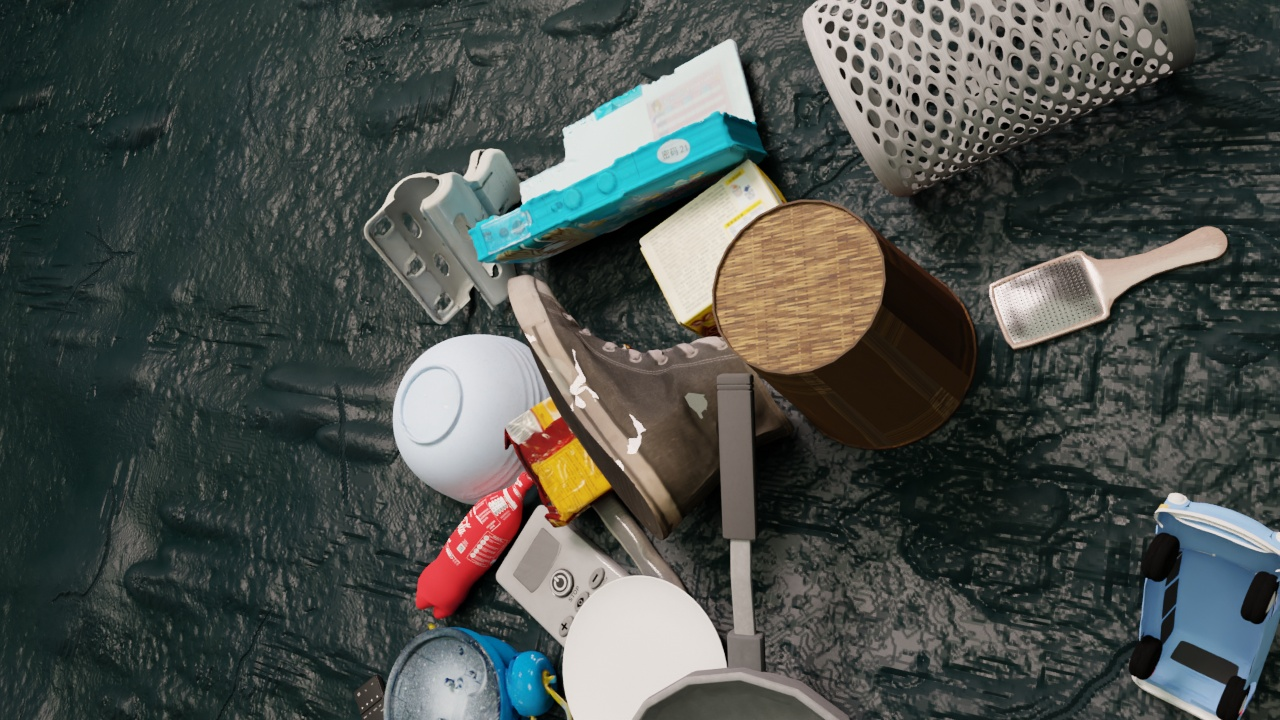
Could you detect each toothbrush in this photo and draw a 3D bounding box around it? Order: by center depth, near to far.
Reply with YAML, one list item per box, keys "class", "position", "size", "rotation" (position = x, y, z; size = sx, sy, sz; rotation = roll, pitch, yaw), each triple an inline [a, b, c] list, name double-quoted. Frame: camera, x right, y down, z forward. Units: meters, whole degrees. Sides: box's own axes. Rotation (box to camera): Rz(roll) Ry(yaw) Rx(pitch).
- class: "toothbrush"
  position: [0.015, 0.160, 0.676]
  size: [0.185, 0.022, 0.024]
  rotation: [49, 139, 29]

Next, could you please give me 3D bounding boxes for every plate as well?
- class: "plate"
  position: [0.003, 0.221, 0.646]
  size: [0.135, 0.011, 0.134]
  rotation: [-6, 78, 31]

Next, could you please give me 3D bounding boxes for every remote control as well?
- class: "remote control"
  position: [-0.046, 0.182, 0.706]
  size: [0.151, 0.019, 0.074]
  rotation: [35, 95, 33]
- class: "remote control"
  position: [-0.206, 0.333, 0.766]
  size: [0.030, 0.009, 0.140]
  rotation: [-40, 61, 16]

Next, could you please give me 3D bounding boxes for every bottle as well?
- class: "bottle"
  position: [-0.133, 0.149, 0.752]
  size: [0.042, 0.042, 0.141]
  rotation: [43, 99, 32]

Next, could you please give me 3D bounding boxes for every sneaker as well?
- class: "sneaker"
  position: [-0.004, 0.004, 0.652]
  size: [0.119, 0.095, 0.234]
  rotation: [-32, 51, -14]

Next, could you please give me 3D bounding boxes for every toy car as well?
- class: "toy car"
  position: [0.287, 0.126, 0.462]
  size: [0.056, 0.153, 0.054]
  rotation: [23, 52, 41]

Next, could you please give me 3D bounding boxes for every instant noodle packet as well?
- class: "instant noodle packet"
  position: [-0.035, 0.057, 0.706]
  size: [0.135, 0.040, 0.098]
  rotation: [-36, 57, -3]

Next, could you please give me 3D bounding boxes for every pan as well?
- class: "pan"
  position: [0.066, 0.185, 0.567]
  size: [0.179, 0.041, 0.357]
  rotation: [-1, 95, 20]

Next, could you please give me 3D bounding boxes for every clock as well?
- class: "clock"
  position: [-0.124, 0.271, 0.705]
  size: [0.162, 0.060, 0.116]
  rotation: [12, 82, 31]

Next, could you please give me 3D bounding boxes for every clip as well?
- class: "clip"
  position: [-0.145, -0.114, 0.791]
  size: [0.105, 0.126, 0.151]
  rotation: [29, 69, 40]

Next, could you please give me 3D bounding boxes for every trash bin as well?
- class: "trash bin"
  position: [0.215, -0.207, 0.578]
  size: [0.184, 0.156, 0.156]
  rotation: [-27, 65, 25]

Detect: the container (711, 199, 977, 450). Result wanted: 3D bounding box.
- class: "container"
  position: [0.125, -0.022, 0.571]
  size: [0.132, 0.167, 0.132]
  rotation: [-9, 73, 28]

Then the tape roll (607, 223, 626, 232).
- class: "tape roll"
  position: [-0.031, -0.155, 0.791]
  size: [0.093, 0.013, 0.093]
  rotation: [-8, 73, 29]

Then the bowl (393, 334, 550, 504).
- class: "bowl"
  position: [-0.154, 0.043, 0.774]
  size: [0.151, 0.074, 0.150]
  rotation: [-8, 74, 28]

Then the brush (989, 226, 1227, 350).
- class: "brush"
  position: [0.290, -0.052, 0.572]
  size: [0.136, 0.015, 0.049]
  rotation: [-22, 66, 24]

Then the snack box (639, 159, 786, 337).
- class: "snack box"
  position: [0.068, -0.078, 0.683]
  size: [0.106, 0.061, 0.083]
  rotation: [-35, 61, 19]

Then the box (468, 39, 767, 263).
- class: "box"
  position: [-0.014, -0.152, 0.738]
  size: [0.228, 0.084, 0.171]
  rotation: [-20, 31, 25]
